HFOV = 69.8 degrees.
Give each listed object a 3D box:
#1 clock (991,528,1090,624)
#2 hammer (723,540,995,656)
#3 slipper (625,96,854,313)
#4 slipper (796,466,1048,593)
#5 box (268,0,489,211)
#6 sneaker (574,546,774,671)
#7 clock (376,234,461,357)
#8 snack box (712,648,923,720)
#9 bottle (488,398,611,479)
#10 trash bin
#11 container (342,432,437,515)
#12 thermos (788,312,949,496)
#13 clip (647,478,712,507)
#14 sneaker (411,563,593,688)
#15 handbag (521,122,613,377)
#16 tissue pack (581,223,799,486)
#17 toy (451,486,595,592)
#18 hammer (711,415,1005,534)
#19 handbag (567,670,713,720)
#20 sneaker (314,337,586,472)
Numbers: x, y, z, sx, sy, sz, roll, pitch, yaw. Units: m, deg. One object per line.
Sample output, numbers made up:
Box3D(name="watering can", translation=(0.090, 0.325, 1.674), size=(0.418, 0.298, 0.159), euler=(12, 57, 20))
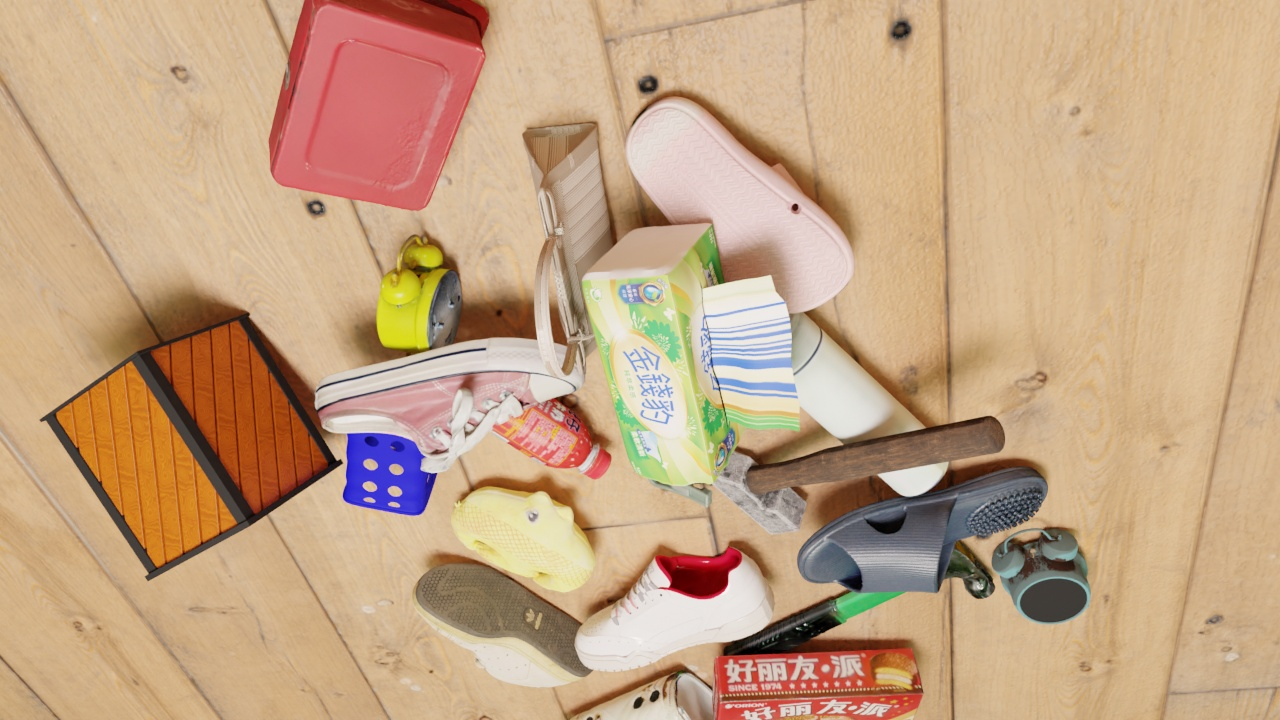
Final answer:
Box3D(name="clock", translation=(0.427, 0.226, 0.974), size=(0.090, 0.053, 0.124), euler=(-25, 117, 20))
Box3D(name="hammer", translation=(0.227, 0.284, 1.047), size=(0.320, 0.032, 0.130), euler=(-35, 116, 26))
Box3D(name="slipper", translation=(0.079, -0.124, 0.756), size=(0.221, 0.055, 0.107), euler=(42, 120, -10))
Box3D(name="slipper", translation=(0.288, 0.184, 0.901), size=(0.263, 0.082, 0.101), euler=(-18, 136, -3))
Box3D(name="box", translation=(-0.196, -0.201, 0.686), size=(0.137, 0.127, 0.158), euler=(21, 125, -15))
Box3D(name="sneaker", translation=(0.022, 0.265, 1.022), size=(0.237, 0.090, 0.104), euler=(-19, 113, 19))
Box3D(name="clock", translation=(-0.195, -0.055, 0.814), size=(0.057, 0.083, 0.119), euler=(9, 128, 7))
Box3D(name="snack box", translation=(0.205, 0.399, 1.090), size=(0.236, 0.060, 0.113), euler=(-2, 135, -1))
Box3D(name="bottle", translation=(-0.091, 0.071, 0.905), size=(0.137, 0.061, 0.062), euler=(35, 121, -19))
Box3D(name="trash bin", translation=(-0.411, 0.077, 0.857), size=(0.140, 0.139, 0.172), euler=(-27, 97, 22))
Box3D(name="container", translation=(-0.244, 0.080, 0.911), size=(0.084, 0.085, 0.114), euler=(11, 124, -4))
Box3D(name="thermos", translation=(0.193, 0.038, 0.854), size=(0.230, 0.067, 0.068), euler=(40, 119, -20))
Box3D(name="clip", translation=(0.042, 0.126, 0.953), size=(0.076, 0.061, 0.023), euler=(10, 125, 17))
Box3D(name="sneaker", translation=(-0.172, 0.320, 1.082), size=(0.241, 0.088, 0.103), euler=(34, 129, -23))
Box3D(name="handbag", translation=(-0.061, -0.065, 0.722), size=(0.062, 0.197, 0.176), euler=(-4, 125, 8))
Box3D(name="tissue pack", translation=(0.055, -0.004, 0.735), size=(0.142, 0.120, 0.198), euler=(0, 125, 27))
Box3D(name="toy", translation=(-0.124, 0.191, 0.995), size=(0.170, 0.064, 0.155), euler=(31, 135, -9))
Box3D(name="hammer", translation=(0.162, 0.070, 0.824), size=(0.217, 0.037, 0.301), euler=(42, 143, -24))
Box3D(name="handbag", translation=(0.009, 0.484, 1.168), size=(0.199, 0.096, 0.142), euler=(-33, 115, 27))
Box3D(name="sneaker", translation=(-0.163, 0.042, 0.805), size=(0.241, 0.087, 0.118), euler=(-10, 160, -2))
